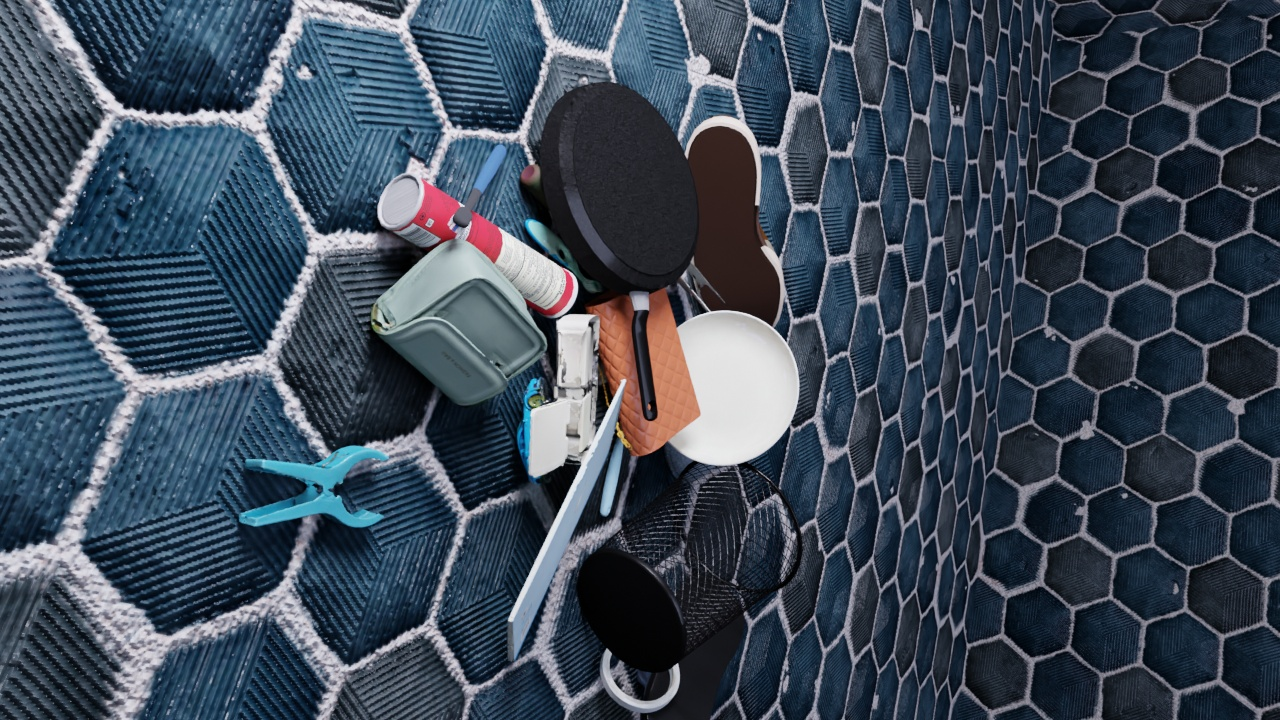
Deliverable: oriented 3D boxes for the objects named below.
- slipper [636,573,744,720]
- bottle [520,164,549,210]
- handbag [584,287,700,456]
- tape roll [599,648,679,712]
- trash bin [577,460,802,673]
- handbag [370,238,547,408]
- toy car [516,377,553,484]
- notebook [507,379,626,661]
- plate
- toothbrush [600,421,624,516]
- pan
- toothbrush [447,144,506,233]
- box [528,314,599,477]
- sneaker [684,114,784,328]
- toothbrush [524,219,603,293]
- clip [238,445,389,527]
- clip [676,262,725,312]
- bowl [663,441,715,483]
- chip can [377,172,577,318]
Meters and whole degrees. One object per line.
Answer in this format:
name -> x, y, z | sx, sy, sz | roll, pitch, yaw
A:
slipper -> 0.049, 0.380, 1.144 | 0.109, 0.084, 0.264 | 38, 37, -6
bottle -> -0.083, -0.159, 0.925 | 0.106, 0.025, 0.025 | 41, 60, -50
handbag -> -0.005, 0.006, 1.015 | 0.108, 0.060, 0.172 | -34, 113, -50
tape roll -> 0.000, 0.356, 1.050 | 0.092, 0.093, 0.013 | -42, 162, -46
trash bin -> 0.051, 0.233, 1.041 | 0.209, 0.184, 0.184 | -27, 116, -46
handbag -> -0.149, -0.026, 0.777 | 0.106, 0.067, 0.122 | -38, 138, 2
toy car -> -0.104, 0.069, 0.905 | 0.048, 0.032, 0.105 | 38, 50, -81
notebook -> -0.073, 0.160, 0.901 | 0.181, 0.009, 0.252 | 104, 9, -60
plate -> 0.099, 0.033, 1.086 | 0.034, 0.182, 0.182 | 20, 76, -69
toothbrush -> -0.024, 0.102, 1.048 | 0.022, 0.016, 0.154 | 41, 59, -61
pan -> -0.004, -0.115, 0.950 | 0.224, 0.034, 0.356 | -1, 81, -50
toothbrush -> -0.138, -0.152, 0.795 | 0.014, 0.014, 0.167 | 36, 29, -18
box -> -0.073, 0.030, 0.872 | 0.184, 0.044, 0.143 | -48, 140, -83
sneaker -> 0.119, -0.174, 1.178 | 0.116, 0.112, 0.294 | -70, 148, -58
toothbrush -> -0.077, -0.105, 0.946 | 0.135, 0.017, 0.022 | 44, 61, -50
clip -> -0.247, 0.117, 0.709 | 0.130, 0.030, 0.120 | -23, 117, -54
clip -> 0.067, -0.105, 1.120 | 0.102, 0.052, 0.059 | 51, 12, 0
bowl -> 0.089, 0.093, 1.181 | 0.136, 0.057, 0.137 | -9, 101, -56
chip can -> -0.139, -0.097, 0.823 | 0.214, 0.052, 0.051 | 29, 69, -53
